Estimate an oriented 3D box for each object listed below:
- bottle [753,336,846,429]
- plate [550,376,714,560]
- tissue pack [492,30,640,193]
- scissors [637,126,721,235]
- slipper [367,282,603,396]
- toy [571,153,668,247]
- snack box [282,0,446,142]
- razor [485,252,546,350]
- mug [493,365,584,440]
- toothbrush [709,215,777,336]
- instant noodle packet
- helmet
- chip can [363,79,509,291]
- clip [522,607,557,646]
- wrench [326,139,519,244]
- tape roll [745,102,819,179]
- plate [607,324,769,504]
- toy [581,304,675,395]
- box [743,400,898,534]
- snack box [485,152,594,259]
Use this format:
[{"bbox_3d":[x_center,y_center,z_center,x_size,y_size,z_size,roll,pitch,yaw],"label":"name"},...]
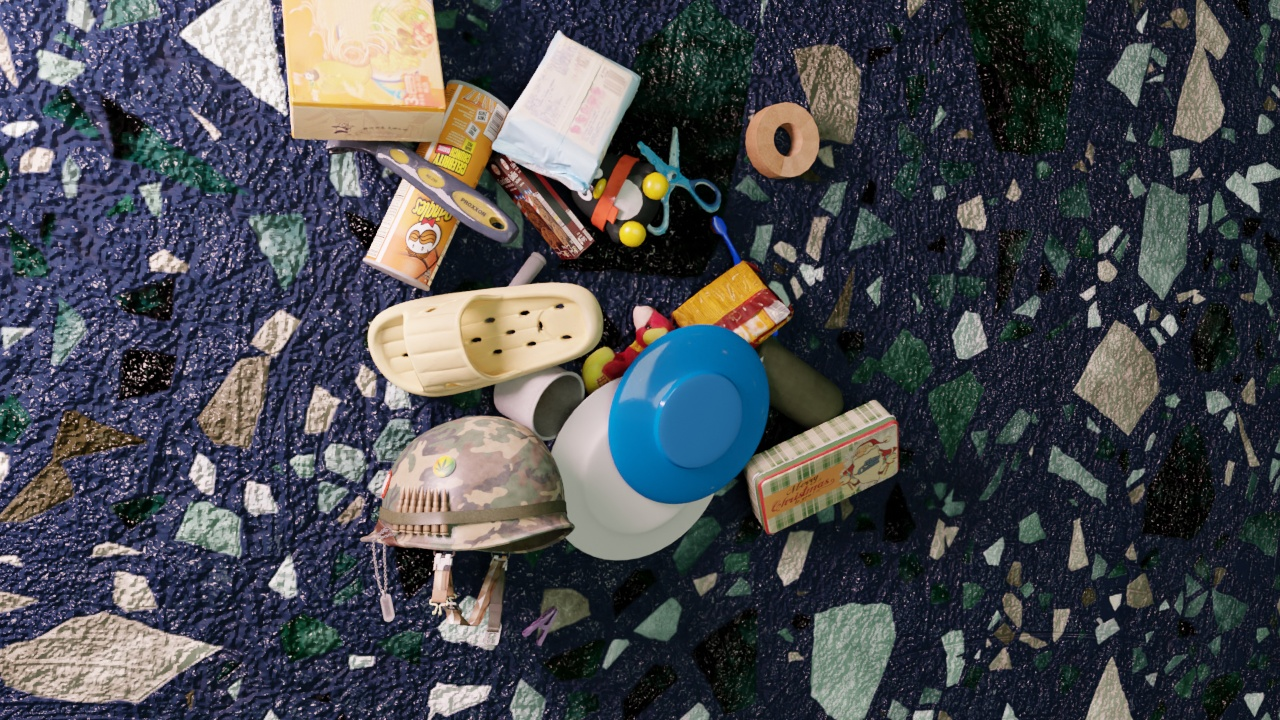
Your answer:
[{"bbox_3d":[0.212,0.044,1.201,0.206,0.071,0.071,33,82,-22],"label":"bottle"},{"bbox_3d":[0.002,0.131,1.100,0.242,0.016,0.243,-9,110,-26],"label":"plate"},{"bbox_3d":[-0.079,-0.269,1.009,0.112,0.070,0.181,28,59,-10],"label":"tissue pack"},{"bbox_3d":[0.049,-0.220,1.139,0.134,0.012,0.134,2,93,-23],"label":"scissors"},{"bbox_3d":[-0.169,-0.018,0.978,0.261,0.079,0.111,-11,107,6],"label":"slipper"},{"bbox_3d":[-0.033,-0.197,1.063,0.119,0.099,0.098,27,104,0],"label":"toy"},{"bbox_3d":[-0.281,-0.316,0.925,0.145,0.081,0.195,-4,71,-21],"label":"snack box"},{"bbox_3d":[-0.148,-0.076,1.056,0.088,0.047,0.116,42,71,-21],"label":"razor"},{"bbox_3d":[-0.110,0.045,1.058,0.084,0.070,0.113,-60,148,-5],"label":"mug"},{"bbox_3d":[0.135,-0.107,1.186,0.016,0.018,0.182,-36,110,-16],"label":"toothbrush"},{"bbox_3d":[0.115,-0.056,1.142,0.135,0.040,0.098,-37,76,-7],"label":"instant noodle packet"},{"bbox_3d":[-0.184,0.182,0.978,0.224,0.193,0.236,-18,75,5],"label":"helmet"},{"bbox_3d":[-0.219,-0.188,0.993,0.075,0.075,0.215,26,85,-23],"label":"chip can"},{"bbox_3d":[-0.124,0.323,1.119,0.046,0.014,0.050,11,94,-21],"label":"clip"},{"bbox_3d":[-0.236,-0.201,0.946,0.273,0.022,0.073,34,78,10],"label":"wrench"},{"bbox_3d":[0.183,-0.282,1.179,0.094,0.027,0.094,-2,96,-23],"label":"tape roll"},{"bbox_3d":[0.067,0.069,1.090,0.224,0.024,0.224,-8,108,-27],"label":"plate"},{"bbox_3d":[-0.007,0.007,1.112,0.105,0.067,0.137,40,87,-25],"label":"toy"},{"bbox_3d":[0.239,0.141,1.194,0.205,0.050,0.118,-22,129,-8],"label":"box"},{"bbox_3d":[-0.116,-0.180,1.050,0.031,0.051,0.141,-44,110,-13],"label":"snack box"}]
